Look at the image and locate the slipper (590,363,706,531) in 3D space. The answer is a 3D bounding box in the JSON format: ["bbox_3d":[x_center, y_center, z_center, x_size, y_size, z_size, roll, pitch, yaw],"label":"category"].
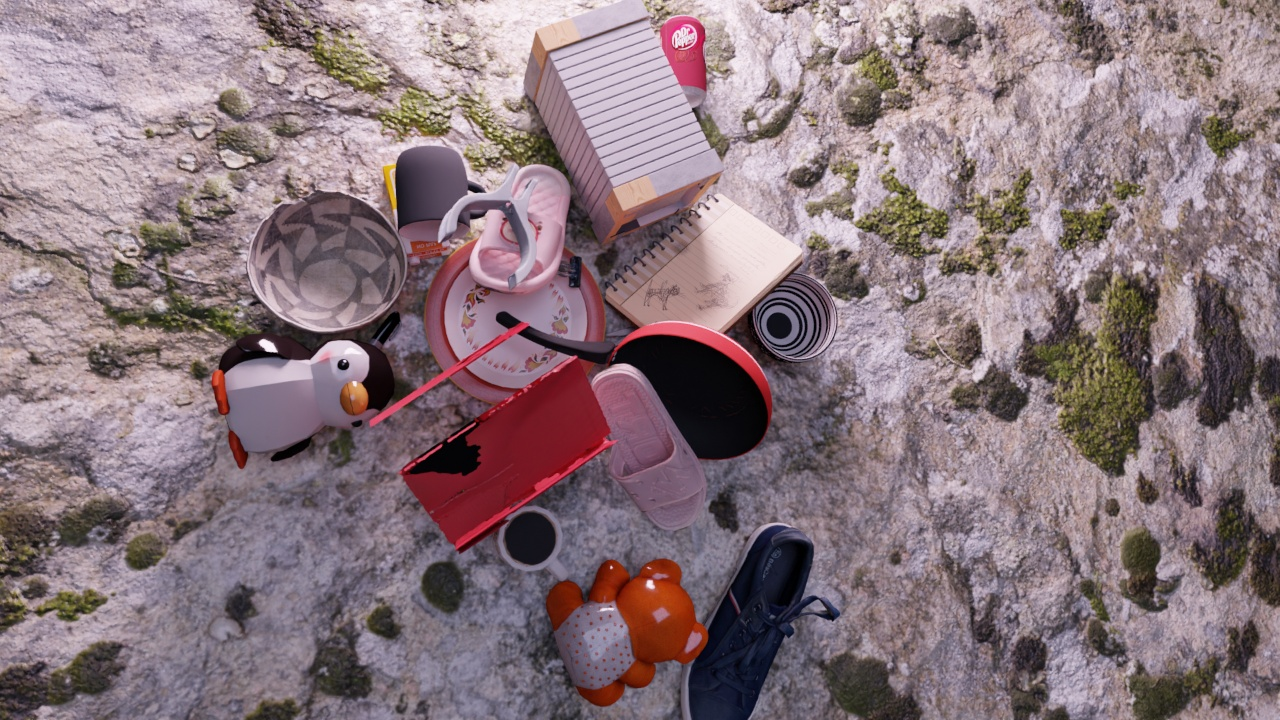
[{"bbox_3d":[0.010,0.117,1.112,0.094,0.064,0.239,-18,113,18],"label":"slipper"}]

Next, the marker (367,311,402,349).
[{"bbox_3d":[-0.335,-0.002,1.127,0.022,0.016,0.138,34,76,-12],"label":"marker"}]

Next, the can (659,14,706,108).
[{"bbox_3d":[0.059,-0.410,1.264,0.063,0.063,0.114,2,80,-13],"label":"can"}]

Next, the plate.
[{"bbox_3d":[-0.159,-0.053,1.174,0.229,0.021,0.229,2,80,-13],"label":"plate"}]

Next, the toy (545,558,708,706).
[{"bbox_3d":[-0.015,0.323,1.117,0.172,0.093,0.163,-22,83,-3],"label":"toy"}]

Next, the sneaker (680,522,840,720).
[{"bbox_3d":[0.146,0.342,1.130,0.120,0.127,0.294,27,78,-7],"label":"sneaker"}]

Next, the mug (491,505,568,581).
[{"bbox_3d":[-0.127,0.223,1.100,0.073,0.090,0.105,-44,92,-16],"label":"mug"}]

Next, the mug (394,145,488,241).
[{"bbox_3d":[-0.236,-0.200,1.112,0.121,0.085,0.094,2,79,-42],"label":"mug"}]

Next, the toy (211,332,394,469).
[{"bbox_3d":[-0.380,0.027,1.059,0.184,0.140,0.159,-11,122,-14],"label":"toy"}]

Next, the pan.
[{"bbox_3d":[-0.006,0.007,1.127,0.356,0.209,0.067,26,49,4],"label":"pan"}]

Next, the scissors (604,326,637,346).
[{"bbox_3d":[0.031,-0.049,1.220,0.123,0.019,0.148,37,80,-9],"label":"scissors"}]

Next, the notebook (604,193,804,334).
[{"bbox_3d":[0.080,-0.113,1.205,0.225,0.024,0.167,-42,64,-16],"label":"notebook"}]

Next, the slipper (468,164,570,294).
[{"bbox_3d":[-0.142,-0.168,1.151,0.107,0.056,0.221,16,54,-1],"label":"slipper"}]

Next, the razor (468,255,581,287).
[{"bbox_3d":[-0.145,-0.119,1.164,0.144,0.022,0.042,4,79,-13],"label":"razor"}]

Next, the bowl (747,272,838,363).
[{"bbox_3d":[0.197,-0.052,1.235,0.120,0.066,0.120,2,80,-13],"label":"bowl"}]

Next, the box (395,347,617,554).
[{"bbox_3d":[-0.135,0.111,0.998,0.210,0.319,0.121,-34,88,-13],"label":"box"}]

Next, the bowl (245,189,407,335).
[{"bbox_3d":[-0.373,-0.105,1.100,0.178,0.081,0.178,5,71,-14],"label":"bowl"}]

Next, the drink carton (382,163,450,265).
[{"bbox_3d":[-0.282,-0.185,1.157,0.058,0.040,0.122,-13,84,-15],"label":"drink carton"}]

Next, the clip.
[{"bbox_3d":[-0.188,-0.176,1.069,0.158,0.030,0.173,20,56,-31],"label":"clip"}]

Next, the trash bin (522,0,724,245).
[{"bbox_3d":[-0.027,-0.304,1.184,0.142,0.143,0.247,-25,87,-16],"label":"trash bin"}]
